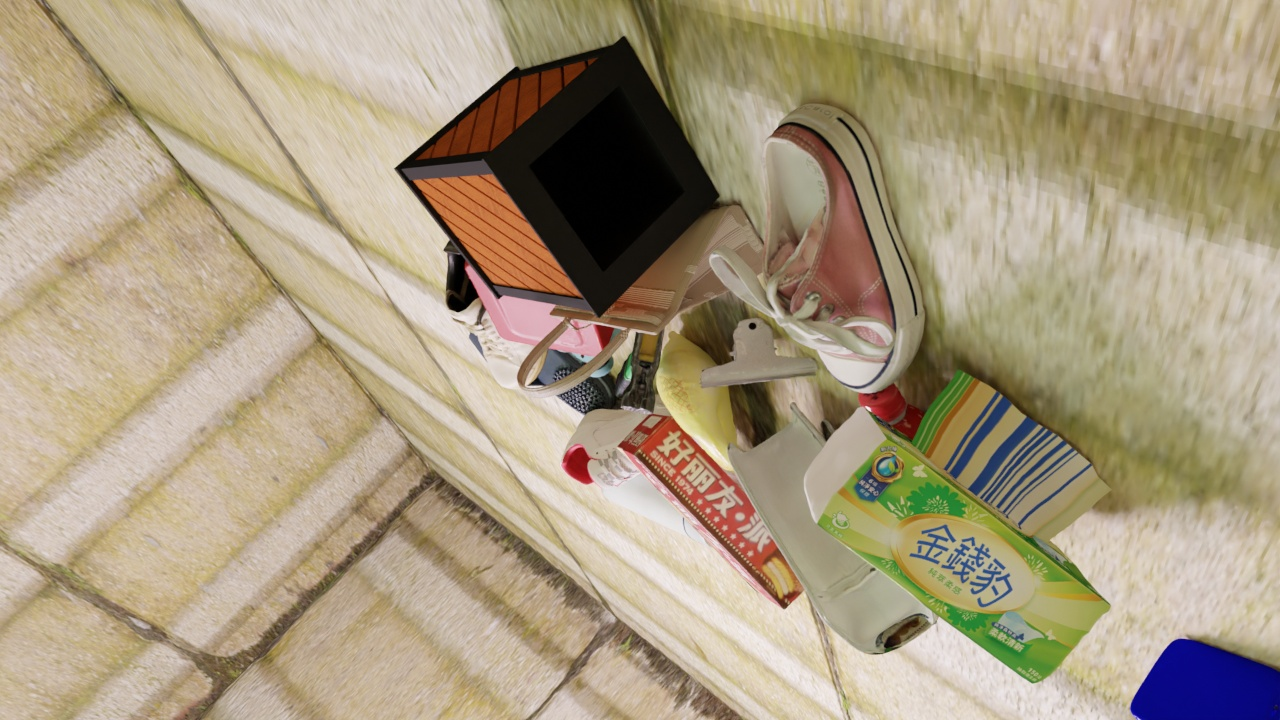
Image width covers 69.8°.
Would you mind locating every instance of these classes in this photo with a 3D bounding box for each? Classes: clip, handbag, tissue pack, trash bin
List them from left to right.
[{"bbox_3d":[-0.068,-0.140,0.719,0.172,0.139,0.140,14,145,55],"label":"trash bin"},{"bbox_3d":[-0.024,-0.043,0.743,0.176,0.197,0.062,13,145,56],"label":"handbag"},{"bbox_3d":[0.099,-0.008,0.799,0.044,0.101,0.054,86,178,-63],"label":"clip"},{"bbox_3d":[0.173,0.146,0.807,0.142,0.096,0.198,43,-167,-46],"label":"handbag"},{"bbox_3d":[0.232,0.099,0.639,0.197,0.141,0.120,36,-169,-8],"label":"tissue pack"}]

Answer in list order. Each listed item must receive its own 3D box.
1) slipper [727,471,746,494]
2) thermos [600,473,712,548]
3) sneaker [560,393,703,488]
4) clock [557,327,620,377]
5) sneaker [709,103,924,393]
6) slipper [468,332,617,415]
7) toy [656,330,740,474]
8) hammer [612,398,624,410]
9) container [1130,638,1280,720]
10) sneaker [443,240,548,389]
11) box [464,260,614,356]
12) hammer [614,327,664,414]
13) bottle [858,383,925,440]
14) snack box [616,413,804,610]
[{"bbox_3d":[0.161,0.161,1.022,0.107,0.055,0.222,51,162,-16],"label":"slipper"},{"bbox_3d":[0.035,0.179,1.182,0.230,0.067,0.068,14,145,55],"label":"thermos"},{"bbox_3d":[-0.012,0.113,1.123,0.237,0.104,0.090,-11,126,46],"label":"sneaker"},{"bbox_3d":[-0.066,-0.028,1.078,0.090,0.053,0.124,39,160,14],"label":"clock"},{"bbox_3d":[0.122,-0.049,0.611,0.118,0.087,0.241,26,153,42],"label":"sneaker"},{"bbox_3d":[-0.153,-0.002,1.214,0.263,0.082,0.101,37,130,6],"label":"slipper"},{"bbox_3d":[0.062,0.043,0.920,0.154,0.064,0.170,65,-174,15],"label":"toy"},{"bbox_3d":[0.063,0.184,1.292,0.300,0.037,0.218,34,159,23],"label":"hammer"},{"bbox_3d":[0.437,0.282,0.687,0.113,0.084,0.085,54,160,-24],"label":"container"},{"bbox_3d":[-0.176,-0.055,1.073,0.089,0.102,0.242,16,129,29],"label":"sneaker"},{"bbox_3d":[-0.087,-0.078,0.916,0.137,0.127,0.157,30,157,21],"label":"box"},{"bbox_3d":[-0.006,0.006,0.980,0.032,0.130,0.319,9,170,-3],"label":"hammer"},{"bbox_3d":[0.211,0.072,0.728,0.062,0.061,0.137,17,147,52],"label":"bottle"},{"bbox_3d":[0.081,0.161,1.001,0.236,0.060,0.113,46,171,-7],"label":"snack box"}]
